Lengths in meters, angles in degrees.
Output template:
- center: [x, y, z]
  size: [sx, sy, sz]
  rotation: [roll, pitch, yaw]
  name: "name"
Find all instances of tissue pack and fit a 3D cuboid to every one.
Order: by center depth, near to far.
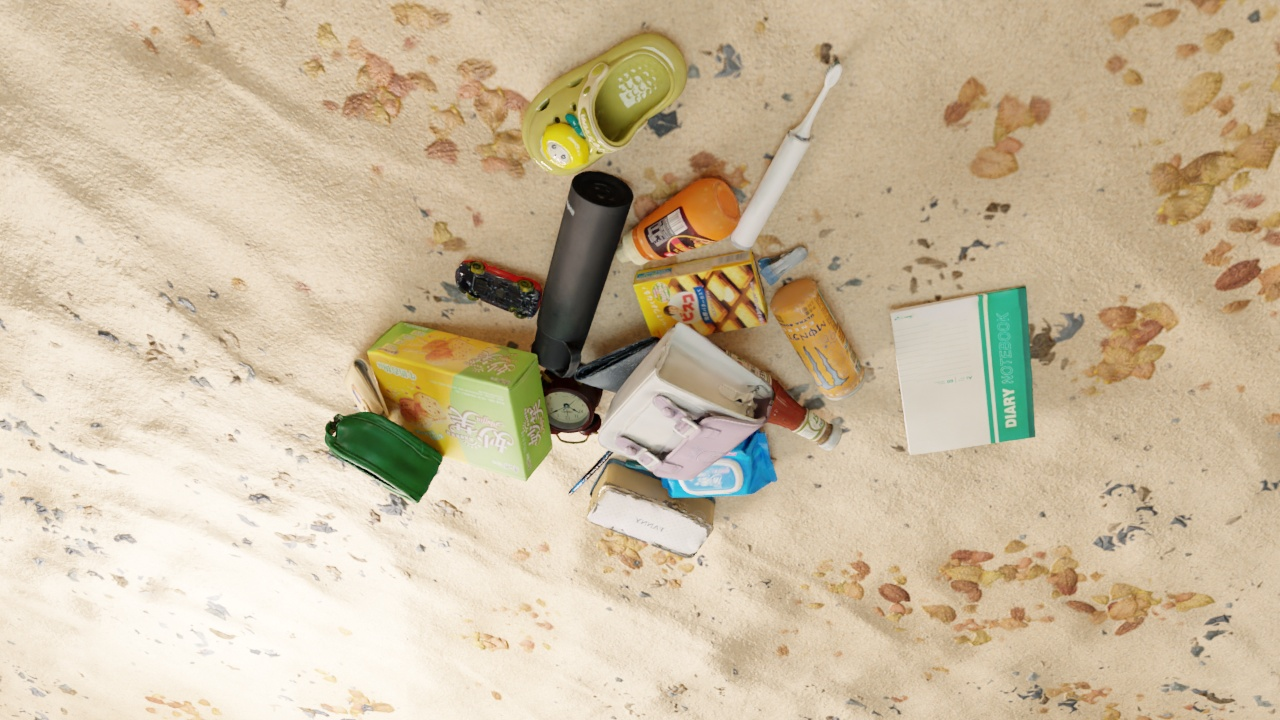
- center: [0.097, 0.136, 1.207]
  size: [0.157, 0.052, 0.095]
  rotation: [-5, 128, 13]
  name: "tissue pack"

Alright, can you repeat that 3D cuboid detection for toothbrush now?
- center: [0.149, -0.205, 0.939]
  size: [0.026, 0.026, 0.222]
  rotation: [14, 130, -16]
  name: "toothbrush"
- center: [-0.052, 0.134, 1.254]
  size: [0.016, 0.014, 0.190]
  rotation: [32, 127, -15]
  name: "toothbrush"

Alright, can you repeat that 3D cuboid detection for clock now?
- center: [-0.091, 0.058, 1.172]
  size: [0.082, 0.055, 0.122]
  rotation: [2, 127, 7]
  name: "clock"

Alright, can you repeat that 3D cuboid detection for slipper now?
- center: [-0.041, -0.246, 0.905]
  size: [0.191, 0.081, 0.091]
  rotation: [-29, 116, 25]
  name: "slipper"

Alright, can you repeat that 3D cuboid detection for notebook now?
- center: [0.380, 0.017, 1.076]
  size: [0.150, 0.012, 0.209]
  rotation: [-10, 121, 13]
  name: "notebook"

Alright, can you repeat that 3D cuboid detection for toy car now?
- center: [-0.167, -0.087, 1.083]
  size: [0.106, 0.031, 0.049]
  rotation: [19, 129, 3]
  name: "toy car"

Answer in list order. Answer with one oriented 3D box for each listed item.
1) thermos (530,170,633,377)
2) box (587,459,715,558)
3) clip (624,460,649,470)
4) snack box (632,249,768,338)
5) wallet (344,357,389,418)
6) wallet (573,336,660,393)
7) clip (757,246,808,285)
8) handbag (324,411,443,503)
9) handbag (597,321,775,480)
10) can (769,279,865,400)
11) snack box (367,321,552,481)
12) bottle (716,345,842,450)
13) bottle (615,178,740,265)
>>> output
- center: [-0.066, -0.086, 1.033]
  size: [0.068, 0.090, 0.243]
  rotation: [-7, 136, -28]
  name: "thermos"
- center: [0.009, 0.205, 1.275]
  size: [0.184, 0.059, 0.090]
  rotation: [25, 128, -8]
  name: "box"
- center: [0.007, 0.138, 1.248]
  size: [0.056, 0.013, 0.039]
  rotation: [13, 130, -2]
  name: "clip"
- center: [0.070, -0.072, 1.057]
  size: [0.141, 0.033, 0.087]
  rotation: [-8, 126, 17]
  name: "snack box"
- center: [-0.350, 0.047, 1.172]
  size: [0.087, 0.024, 0.115]
  rotation: [60, 152, -1]
  name: "wallet"
- center: [-0.007, 0.006, 1.112]
  size: [0.121, 0.019, 0.097]
  rotation: [-24, 157, 25]
  name: "wallet"
- center: [0.161, -0.109, 1.021]
  size: [0.058, 0.045, 0.027]
  rotation: [-28, 117, 17]
  name: "clip"
- center: [-0.324, 0.117, 1.153]
  size: [0.120, 0.067, 0.131]
  rotation: [12, 156, 42]
  name: "handbag"
- center: [0.049, 0.062, 1.063]
  size: [0.145, 0.098, 0.198]
  rotation: [25, 148, -9]
  name: "handbag"
- center: [0.205, -0.023, 1.057]
  size: [0.058, 0.058, 0.146]
  rotation: [-22, 122, 24]
  name: "can"
- center: [-0.222, 0.050, 1.142]
  size: [0.210, 0.069, 0.158]
  rotation: [14, 132, 22]
  name: "snack box"
- center: [0.157, 0.051, 1.126]
  size: [0.206, 0.059, 0.060]
  rotation: [29, 127, -14]
  name: "bottle"
- center: [0.033, -0.141, 0.992]
  size: [0.150, 0.066, 0.067]
  rotation: [-23, 122, 33]
  name: "bottle"
